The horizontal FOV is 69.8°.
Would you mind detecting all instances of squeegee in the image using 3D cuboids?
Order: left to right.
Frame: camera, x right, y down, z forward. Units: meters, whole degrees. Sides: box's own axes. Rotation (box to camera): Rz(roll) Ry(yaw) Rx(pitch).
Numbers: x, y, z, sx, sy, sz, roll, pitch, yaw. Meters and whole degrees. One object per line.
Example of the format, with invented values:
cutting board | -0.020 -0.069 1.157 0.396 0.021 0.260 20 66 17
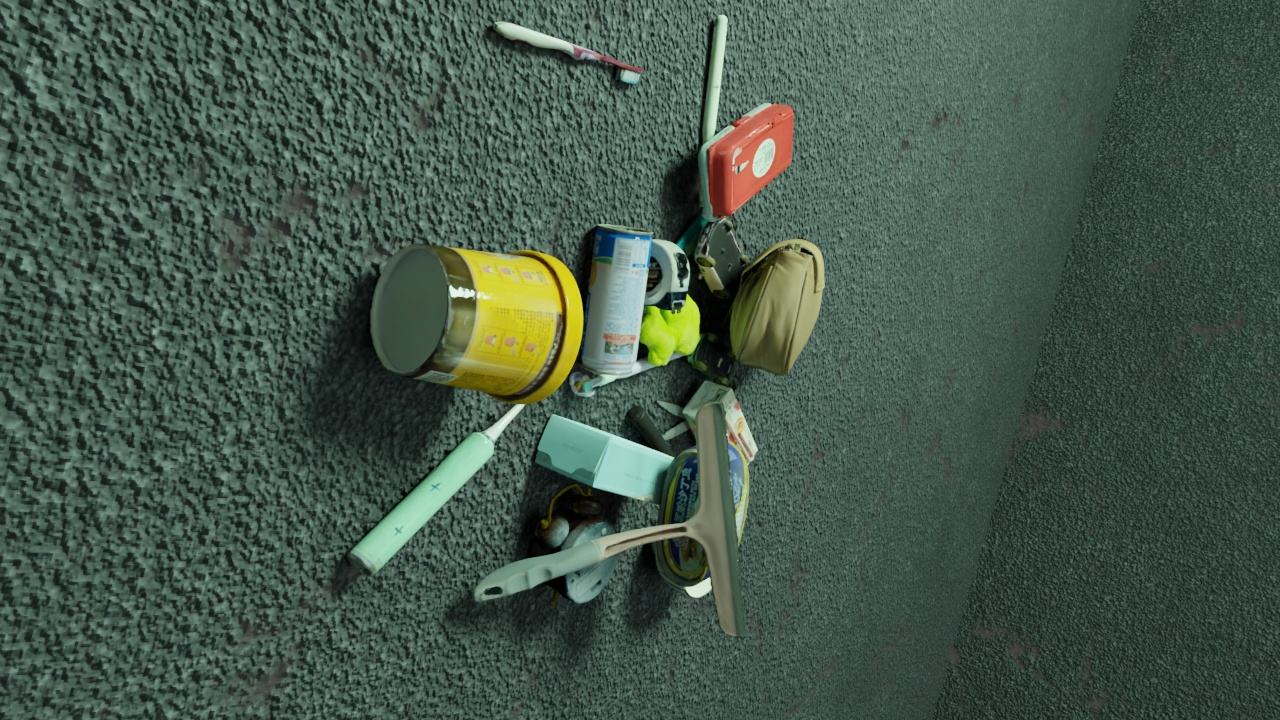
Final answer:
squeegee | -0.032 0.174 0.834 0.249 0.040 0.248 -12 110 -16

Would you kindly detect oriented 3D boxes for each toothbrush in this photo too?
toothbrush | -0.150 0.088 0.751 0.223 0.027 0.027 -47 174 -34
toothbrush | -0.055 -0.252 0.758 0.187 0.016 0.017 -7 119 -55
toothbrush | -0.006 0.005 0.934 0.021 0.029 0.188 -45 165 35
toothbrush | 0.075 -0.254 0.942 0.029 0.020 0.190 -103 -164 -73

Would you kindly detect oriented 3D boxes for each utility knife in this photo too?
utility knife | 0.047 -0.117 0.962 0.186 0.013 0.029 -52 140 -29

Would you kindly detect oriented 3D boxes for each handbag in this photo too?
handbag | 0.152 -0.066 1.035 0.204 0.100 0.148 -36 142 -75

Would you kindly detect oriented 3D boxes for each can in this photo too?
can | -0.023 -0.056 0.850 0.053 0.053 0.135 -9 110 -54
can | 0.060 0.150 0.902 0.049 0.075 0.148 -14 120 -48

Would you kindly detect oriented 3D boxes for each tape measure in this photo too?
tape measure | 0.014 -0.083 0.882 0.033 0.066 0.066 -11 114 -58

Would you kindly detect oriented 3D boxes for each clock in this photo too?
clock | -0.066 0.176 0.885 0.081 0.055 0.122 -32 127 -44

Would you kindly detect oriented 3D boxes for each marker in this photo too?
marker | 0.019 0.093 0.998 0.132 0.020 0.022 57 41 -46

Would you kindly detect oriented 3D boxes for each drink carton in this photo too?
drink carton | 0.096 0.084 1.066 0.053 0.045 0.122 -53 138 -25

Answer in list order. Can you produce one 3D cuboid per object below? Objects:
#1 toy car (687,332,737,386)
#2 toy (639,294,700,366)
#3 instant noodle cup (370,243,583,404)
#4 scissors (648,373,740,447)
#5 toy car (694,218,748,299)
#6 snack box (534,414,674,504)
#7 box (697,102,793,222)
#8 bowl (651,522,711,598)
toy car | 0.080 -0.001 1.038 0.091 0.036 0.043 35 75 -56
toy | 0.033 -0.037 0.953 0.099 0.031 0.097 -57 137 -36
instant noodle cup | -0.122 -0.029 0.669 0.114 0.119 0.118 7 98 -49
scissors | 0.069 0.067 1.071 0.159 0.014 0.178 -56 141 -24
toy car | 0.084 -0.111 0.992 0.056 0.037 0.122 -65 154 -15
snack box | -0.021 0.102 0.900 0.174 0.074 0.051 28 80 -56
box | 0.111 -0.213 0.974 0.200 0.047 0.087 -45 139 -51
bowl | 0.055 0.209 1.062 0.116 0.066 0.117 -29 127 -47
